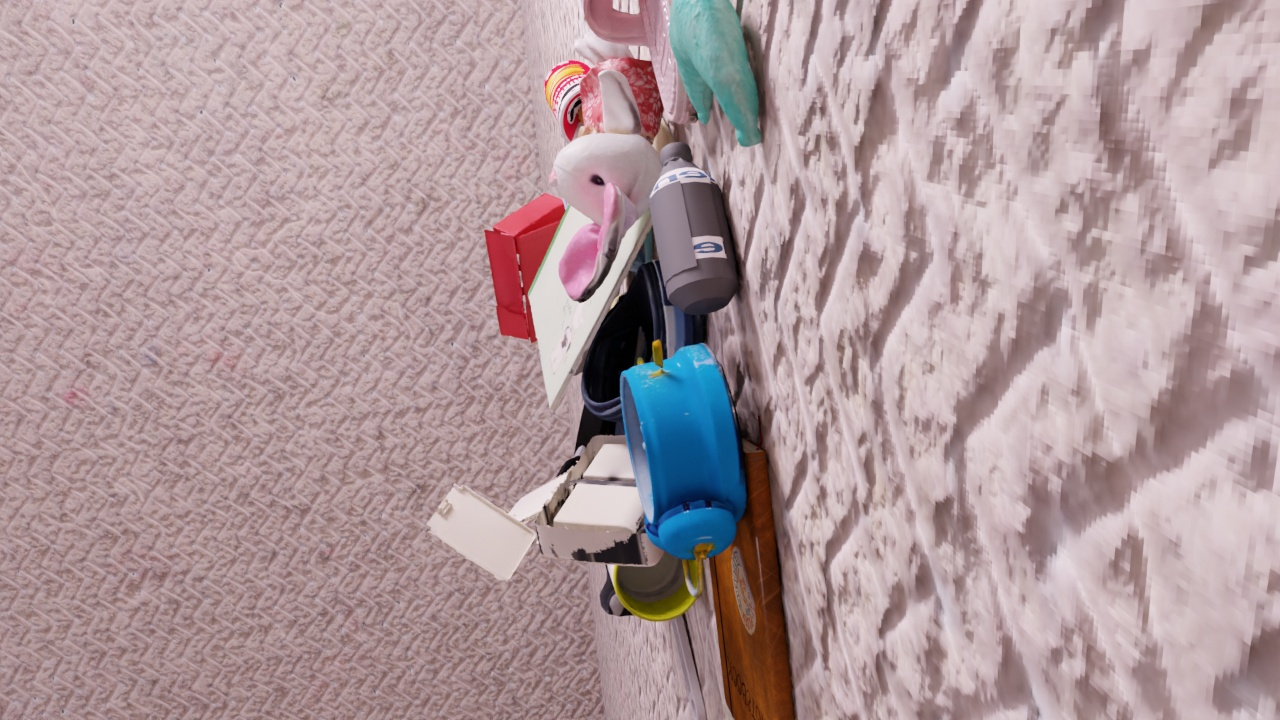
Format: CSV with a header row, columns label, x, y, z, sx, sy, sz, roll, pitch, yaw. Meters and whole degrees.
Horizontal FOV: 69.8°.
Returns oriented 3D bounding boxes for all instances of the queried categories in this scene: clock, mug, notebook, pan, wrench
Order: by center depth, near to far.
label,x,y,z,sx,sy,sz,roll,pitch,yaw
clock,0.028,0.068,0.584,0.117,0.060,0.161,126,134,-78
notebook,0.070,0.155,0.649,0.178,0.014,0.249,-151,54,-80
notebook,-0.041,-0.107,0.801,0.253,0.010,0.181,-61,28,30
mug,0.011,0.197,0.877,0.106,0.082,0.082,152,111,-83
wrench,0.036,0.256,1.003,0.087,0.018,0.272,96,163,-56
pan,-0.052,0.092,1.009,0.355,0.034,0.225,-63,-16,-73

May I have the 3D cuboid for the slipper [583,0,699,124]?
label,x,y,z,sx,sy,sz,roll,pitch,yaw
slipper,-0.007,-0.261,0.625,0.094,0.064,0.239,96,163,-61

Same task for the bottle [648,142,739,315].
label,x,y,z,sx,sy,sz,roll,pitch,yaw
bottle,0.031,-0.085,0.577,0.047,0.047,0.112,104,158,-70

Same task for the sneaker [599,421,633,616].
label,x,y,z,sx,sy,sz,roll,pitch,yaw
sneaker,-0.017,0.152,0.973,0.084,0.079,0.235,154,114,-69

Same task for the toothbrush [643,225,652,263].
label,x,y,z,sx,sy,sz,roll,pitch,yaw
toothbrush,0.005,-0.104,0.875,0.016,0.016,0.181,-106,12,-55

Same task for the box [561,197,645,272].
label,x,y,z,sx,sy,sz,roll,pitch,yaw
box,-0.045,-0.168,0.963,0.214,0.077,0.096,-110,13,-58

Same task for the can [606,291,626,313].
label,x,y,z,sx,sy,sz,roll,pitch,yaw
can,-0.014,-0.052,0.974,0.079,0.038,0.038,-178,80,-82

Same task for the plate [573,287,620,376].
label,x,y,z,sx,sy,sz,roll,pitch,yaw
plate,-0.051,-0.065,1.034,0.182,0.034,0.182,16,-92,-84

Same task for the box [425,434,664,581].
label,x,y,z,sx,sy,sz,roll,pitch,yaw
box,-0.056,0.120,0.727,0.143,0.191,0.069,-51,-41,-61

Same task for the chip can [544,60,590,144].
label,x,y,z,sx,sy,sz,roll,pitch,yaw
chip can,-0.064,-0.282,1.006,0.220,0.069,0.069,-112,16,-63

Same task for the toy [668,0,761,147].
label,x,y,z,sx,sy,sz,roll,pitch,yaw
toy,0.039,-0.165,0.504,0.105,0.033,0.085,-117,9,-65

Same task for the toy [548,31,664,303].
label,x,y,z,sx,sy,sz,roll,pitch,yaw
toy,-0.024,-0.150,0.673,0.159,0.084,0.194,149,126,-73

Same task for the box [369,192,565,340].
label,x,y,z,sx,sy,sz,roll,pitch,yaw
box,-0.274,-0.179,1.553,0.152,0.326,0.214,-60,-25,-44

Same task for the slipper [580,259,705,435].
label,x,y,z,sx,sy,sz,roll,pitch,yaw
slipper,-0.005,0.004,0.773,0.253,0.095,0.105,100,159,-56
